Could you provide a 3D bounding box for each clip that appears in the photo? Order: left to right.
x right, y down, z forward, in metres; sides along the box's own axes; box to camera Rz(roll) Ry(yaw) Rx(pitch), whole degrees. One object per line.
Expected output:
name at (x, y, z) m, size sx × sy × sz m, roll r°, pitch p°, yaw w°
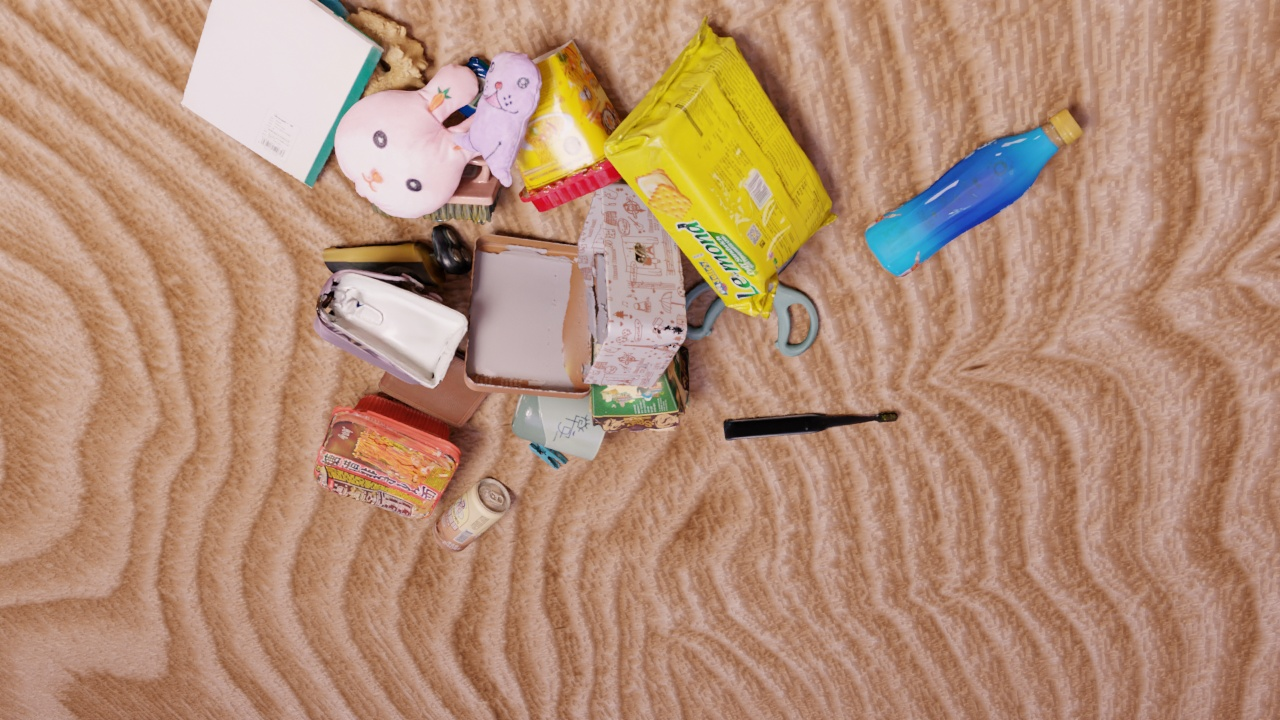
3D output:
clip at (-0.122, 0.123, 1.211) m, size 0.045 × 0.014 × 0.057 m, roll -35°, pitch 118°, yaw 26°

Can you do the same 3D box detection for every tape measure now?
tape measure at (-0.157, -0.261, 0.891) m, size 0.054 × 0.025 × 0.058 m, roll 35°, pitch 128°, yaw -24°

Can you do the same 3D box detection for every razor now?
razor at (-0.270, -0.115, 1.011) m, size 0.167 × 0.062 × 0.067 m, roll 1°, pitch 99°, yaw 12°

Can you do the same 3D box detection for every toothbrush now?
toothbrush at (0.210, 0.078, 1.136) m, size 0.213 × 0.026 × 0.027 m, roll -5°, pitch 174°, yaw 9°

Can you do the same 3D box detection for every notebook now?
notebook at (-0.348, -0.269, 0.876) m, size 0.150 × 0.012 × 0.210 m, roll 34°, pitch 136°, yaw -17°

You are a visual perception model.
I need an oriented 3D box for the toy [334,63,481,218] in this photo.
toy at (-0.210, -0.209, 0.873) m, size 0.159 × 0.054 × 0.121 m, roll -34°, pitch 109°, yaw 9°

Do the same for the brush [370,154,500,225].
brush at (-0.217, -0.183, 0.937) m, size 0.146 × 0.063 × 0.073 m, roll 3°, pitch 134°, yaw 5°

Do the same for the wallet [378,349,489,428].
wallet at (-0.247, 0.022, 1.130) m, size 0.124 × 0.032 × 0.101 m, roll 29°, pitch 123°, yaw -19°

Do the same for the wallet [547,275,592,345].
wallet at (-0.120, -0.054, 1.051) m, size 0.106 × 0.036 × 0.130 m, roll 15°, pitch 129°, yaw -8°

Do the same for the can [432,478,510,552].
can at (-0.234, 0.215, 1.267) m, size 0.058 × 0.058 × 0.117 m, roll 34°, pitch 124°, yaw -21°

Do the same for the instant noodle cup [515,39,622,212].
instant noodle cup at (-0.075, -0.224, 0.867) m, size 0.116 × 0.116 × 0.124 m, roll -18°, pitch 114°, yaw 20°

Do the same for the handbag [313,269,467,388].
handbag at (-0.270, -0.038, 0.977) m, size 0.145 × 0.098 × 0.197 m, roll 23°, pitch 172°, yaw -17°

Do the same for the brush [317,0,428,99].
brush at (-0.296, -0.333, 0.826) m, size 0.083 × 0.045 × 0.254 m, roll -25°, pitch 129°, yaw 27°

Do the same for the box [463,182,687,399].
box at (-0.067, -0.074, 0.909) m, size 0.197 × 0.180 × 0.158 m, roll 5°, pitch 154°, yaw -12°

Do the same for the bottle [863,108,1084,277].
bottle at (0.325, -0.165, 0.901) m, size 0.065 × 0.065 × 0.219 m, roll 39°, pitch 123°, yaw -24°

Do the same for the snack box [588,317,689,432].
snack box at (-0.006, 0.006, 1.023) m, size 0.118 × 0.117 × 0.106 m, roll -3°, pitch 148°, yaw 5°

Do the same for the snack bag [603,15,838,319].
snack bag at (0.086, -0.172, 0.859) m, size 0.246 × 0.157 × 0.068 m, roll 48°, pitch 158°, yaw -29°

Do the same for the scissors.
scissors at (0.137, -0.057, 1.038) m, size 0.181 × 0.019 × 0.171 m, roll 35°, pitch 123°, yaw -21°

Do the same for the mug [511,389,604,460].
mug at (-0.093, 0.054, 1.116) m, size 0.106 × 0.082 × 0.112 m, roll 18°, pitch 98°, yaw -9°

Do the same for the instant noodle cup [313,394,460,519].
instant noodle cup at (-0.320, 0.116, 1.172) m, size 0.164 × 0.078 × 0.189 m, roll 23°, pitch 136°, yaw -13°

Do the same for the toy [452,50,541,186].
toy at (-0.122, -0.220, 0.806) m, size 0.084 × 0.038 × 0.108 m, roll 39°, pitch 119°, yaw 25°
